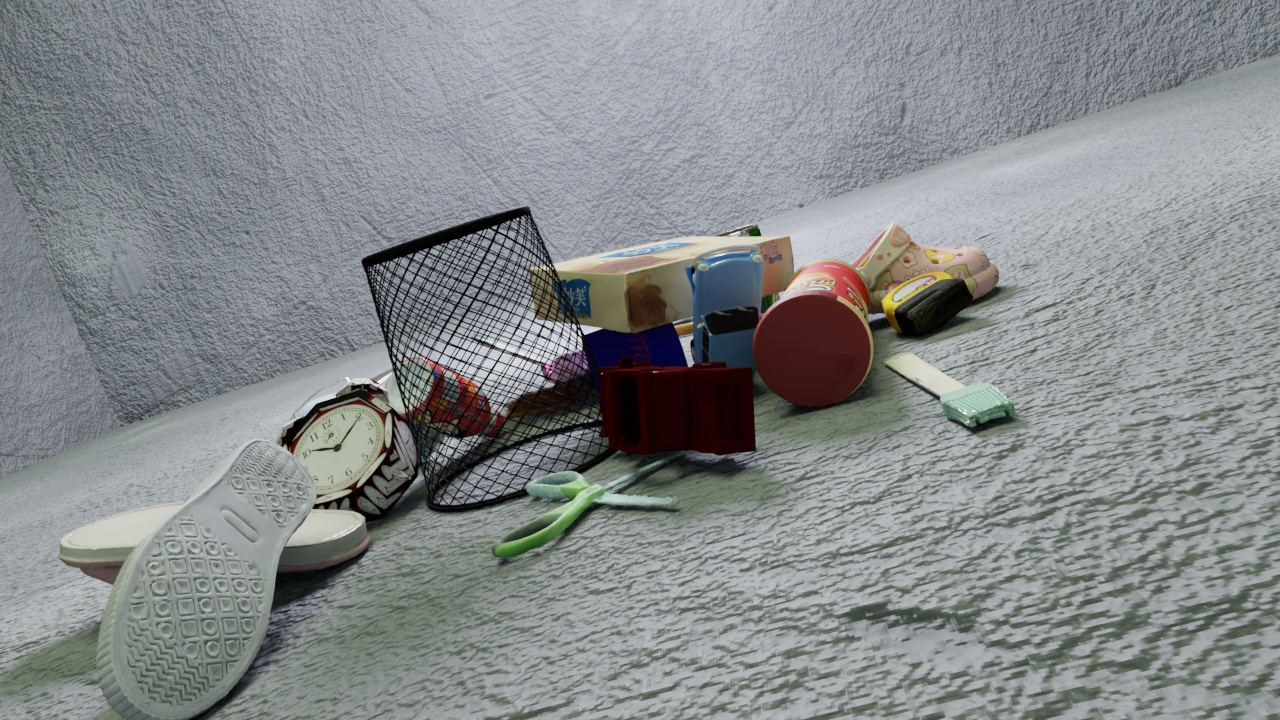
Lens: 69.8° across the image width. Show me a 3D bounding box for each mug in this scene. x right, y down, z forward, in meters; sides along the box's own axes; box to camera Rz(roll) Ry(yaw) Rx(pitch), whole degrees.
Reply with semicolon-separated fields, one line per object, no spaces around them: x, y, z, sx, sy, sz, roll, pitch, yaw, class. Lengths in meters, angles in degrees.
-0.005;0.005;0.904;0.083;0.079;0.111;-20;-18;-7;mug

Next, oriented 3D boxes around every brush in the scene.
0.204;0.014;0.633;0.033;0.012;0.217;-18;8;4;brush
-0.091;0.040;1.010;0.127;0.017;0.048;-12;12;33;brush

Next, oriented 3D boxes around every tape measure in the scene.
0.249;-0.048;0.807;0.065;0.037;0.064;-34;18;-10;tape measure

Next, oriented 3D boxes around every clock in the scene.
-0.259;0.078;0.813;0.114;0.065;0.154;-35;51;-6;clock

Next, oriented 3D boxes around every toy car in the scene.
0.073;-0.029;0.775;0.056;0.154;0.054;-10;46;-7;toy car
0.010;0.034;0.658;0.061;0.070;0.170;-4;2;-31;toy car

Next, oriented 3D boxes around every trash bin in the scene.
-0.128;-0.008;0.774;0.184;0.210;0.184;-18;10;3;trash bin

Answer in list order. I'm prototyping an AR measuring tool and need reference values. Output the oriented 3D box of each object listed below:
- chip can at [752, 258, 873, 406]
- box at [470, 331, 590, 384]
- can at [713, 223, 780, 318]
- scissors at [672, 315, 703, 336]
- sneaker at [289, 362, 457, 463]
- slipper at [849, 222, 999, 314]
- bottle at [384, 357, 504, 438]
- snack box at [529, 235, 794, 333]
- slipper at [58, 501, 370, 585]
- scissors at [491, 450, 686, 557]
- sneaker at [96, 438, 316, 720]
0.149;-0.031;0.763;0.087;0.087;0.213;-15;9;18;chip can
-0.104;-0.001;1.046;0.161;0.062;0.230;1;0;-4;box
0.114;-0.082;0.999;0.067;0.121;0.067;-18;9;3;can
0.130;-0.062;1.172;0.174;0.016;0.226;-26;13;-37;scissors
-0.246;0.063;1.007;0.161;0.093;0.255;-2;16;33;sneaker
0.239;-0.089;0.881;0.197;0.081;0.093;-6;16;14;slipper
-0.184;0.045;0.902;0.062;0.061;0.137;-14;-26;23;bottle
0.021;-0.078;0.874;0.206;0.055;0.153;-17;17;-37;snack box
-0.339;0.153;0.727;0.275;0.054;0.114;-2;11;19;slipper
-0.033;0.092;0.627;0.171;0.021;0.173;-20;5;-38;scissors
-0.277;0.137;0.573;0.087;0.089;0.235;-39;20;16;sneaker
